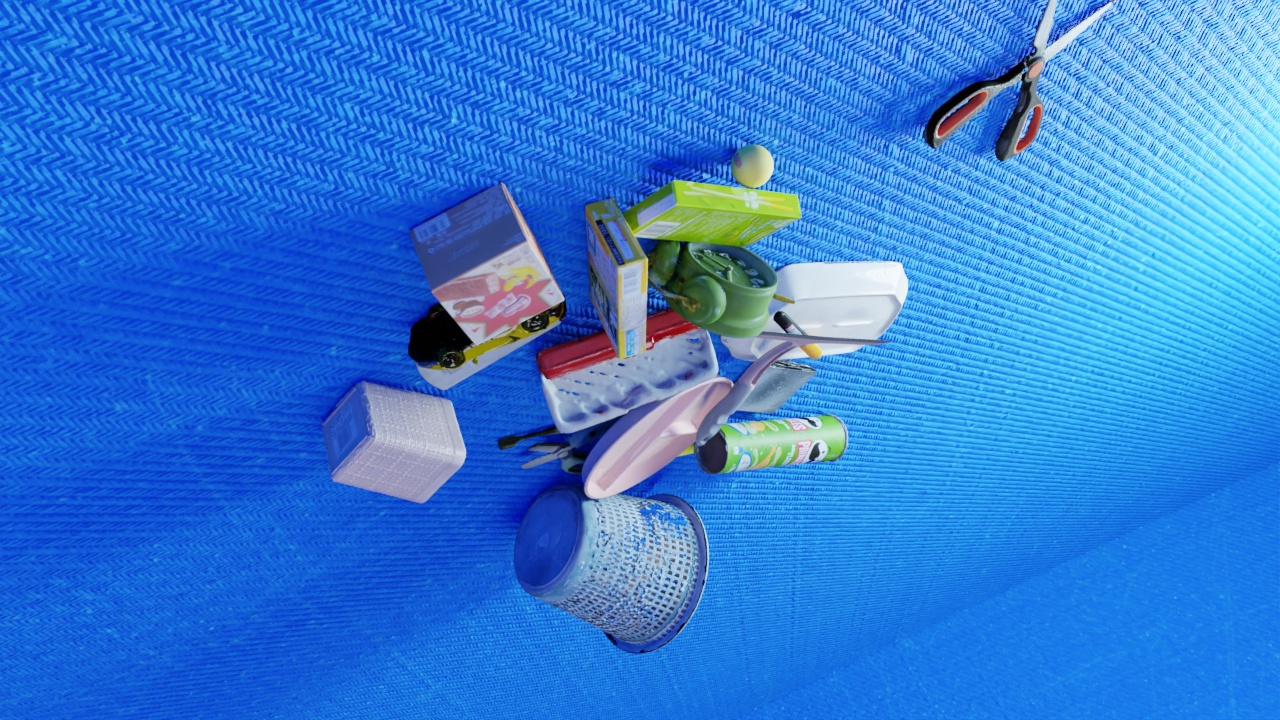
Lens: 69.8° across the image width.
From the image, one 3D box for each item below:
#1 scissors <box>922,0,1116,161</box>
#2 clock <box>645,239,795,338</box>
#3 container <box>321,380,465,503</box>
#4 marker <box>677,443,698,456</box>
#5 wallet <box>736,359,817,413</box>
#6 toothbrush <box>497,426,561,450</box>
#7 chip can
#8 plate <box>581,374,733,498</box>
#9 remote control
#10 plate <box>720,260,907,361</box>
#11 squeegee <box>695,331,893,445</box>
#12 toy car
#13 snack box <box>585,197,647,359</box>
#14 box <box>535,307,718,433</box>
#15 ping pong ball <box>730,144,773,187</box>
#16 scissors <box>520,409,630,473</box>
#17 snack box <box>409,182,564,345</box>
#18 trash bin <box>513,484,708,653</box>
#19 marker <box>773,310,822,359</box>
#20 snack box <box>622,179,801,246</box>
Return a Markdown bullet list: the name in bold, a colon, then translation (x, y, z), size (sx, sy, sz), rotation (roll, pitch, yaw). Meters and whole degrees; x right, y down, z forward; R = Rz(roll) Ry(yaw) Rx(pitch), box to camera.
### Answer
- **scissors**: translation (0.385, -0.286, 0.944), size (0.221, 0.021, 0.234), rotation (-28, 147, -6)
- **clock**: translation (0.070, -0.077, 0.927), size (0.161, 0.116, 0.056), rotation (-3, 129, -37)
- **container**: translation (-0.257, 0.082, 0.945), size (0.090, 0.089, 0.110), rotation (-43, 140, 23)
- **marker**: translation (0.098, 0.116, 1.298), size (0.124, 0.015, 0.018), rotation (-11, 129, -28)
- **wallet**: translation (0.171, 0.036, 1.238), size (0.120, 0.019, 0.097), rotation (9, 135, -43)
- **toothbrush**: translation (-0.086, 0.082, 1.129), size (0.185, 0.012, 0.017), rotation (-13, 150, -20)
- **chip can**: translation (0.188, 0.118, 1.304), size (0.235, 0.072, 0.072), rotation (-2, 139, -35)
- **plate**: translation (0.019, 0.091, 1.148), size (0.229, 0.028, 0.230), rotation (-33, 160, -14)
- **remote control**: translation (-0.155, -0.022, 0.929), size (0.150, 0.021, 0.058), rotation (-29, 147, 3)
- **plate**: translation (0.224, -0.053, 1.135), size (0.265, 0.034, 0.162), rotation (-4, 141, -30)
- **squeegee**: translation (0.137, 0.028, 1.117), size (0.247, 0.040, 0.250), rotation (2, 144, -38)
- **toy car**: translation (-0.147, -0.037, 0.871), size (0.156, 0.071, 0.041), rotation (-25, 143, 1)
- **snack box**: translation (-0.023, -0.076, 0.886), size (0.033, 0.087, 0.141), rotation (-17, 145, -15)
- **box**: translation (-0.006, 0.006, 0.997), size (0.201, 0.100, 0.102), rotation (-20, -176, -12)
- **ping pong ball**: translation (0.106, -0.184, 0.869), size (0.040, 0.040, 0.040), rotation (-18, 146, -13)
- **scissors**: translation (-0.065, 0.113, 1.167), size (0.170, 0.019, 0.181), rotation (-23, 154, -4)
- **snack box**: translation (-0.134, -0.083, 0.810), size (0.093, 0.077, 0.094), rotation (-27, 147, 1)
- **trash bin**: translation (-0.053, 0.263, 1.242), size (0.195, 0.226, 0.227), rotation (28, 120, -37)
- **marker**: translation (0.188, -0.031, 1.095), size (0.018, 0.015, 0.123), rotation (-35, 143, 15)
- **snack box**: translation (0.070, -0.140, 0.888), size (0.156, 0.026, 0.086), rotation (-1, 167, -34)
